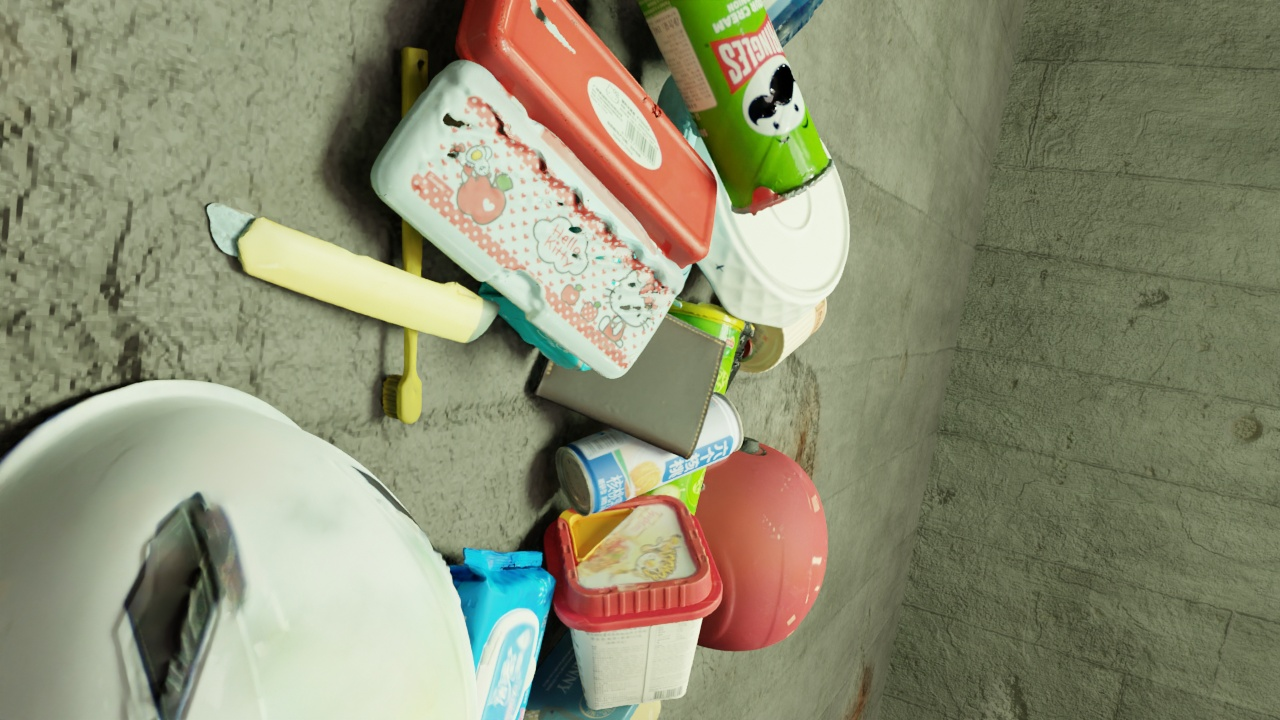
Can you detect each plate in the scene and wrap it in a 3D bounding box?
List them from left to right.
[{"bbox_3d":[0.107,-0.131,0.762,0.204,0.046,0.204,14,70,-42],"label":"plate"}]

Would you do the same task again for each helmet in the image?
[{"bbox_3d":[-0.149,0.147,0.352,0.228,0.146,0.259,-6,106,-64],"label":"helmet"},{"bbox_3d":[0.114,0.182,0.903,0.239,0.144,0.207,-39,141,-58],"label":"helmet"}]

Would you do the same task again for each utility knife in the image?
[{"bbox_3d":[-0.128,-0.037,0.435,0.167,0.018,0.031,22,84,-57],"label":"utility knife"}]

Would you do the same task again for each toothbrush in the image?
[{"bbox_3d":[-0.120,-0.060,0.468,0.015,0.017,0.190,-19,117,-60],"label":"toothbrush"}]

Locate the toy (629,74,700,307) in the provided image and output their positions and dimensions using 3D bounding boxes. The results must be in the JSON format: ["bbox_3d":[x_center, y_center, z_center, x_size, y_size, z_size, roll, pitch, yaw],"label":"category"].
[{"bbox_3d":[0.021,-0.114,0.657,0.162,0.049,0.156,118,-25,-54],"label":"toy"}]

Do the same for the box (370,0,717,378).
[{"bbox_3d":[-0.036,-0.097,0.499,0.201,0.059,0.160,40,64,-41],"label":"box"}]

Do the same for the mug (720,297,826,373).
[{"bbox_3d":[0.126,-0.056,0.897,0.105,0.082,0.115,-37,131,-52],"label":"mug"}]

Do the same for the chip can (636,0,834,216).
[{"bbox_3d":[0.039,-0.207,0.553,0.072,0.072,0.236,-49,118,-45],"label":"chip can"}]

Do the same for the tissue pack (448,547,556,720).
[{"bbox_3d":[-0.104,0.195,0.574,0.095,0.052,0.157,25,79,-64],"label":"tissue pack"}]

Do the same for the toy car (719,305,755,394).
[{"bbox_3d":[0.057,0.023,0.833,0.156,0.041,0.071,-65,158,5],"label":"toy car"}]

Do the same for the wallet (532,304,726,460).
[{"bbox_3d":[-0.004,0.004,0.642,0.020,0.122,0.096,-28,-140,63],"label":"wallet"}]

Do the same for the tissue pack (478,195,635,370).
[{"bbox_3d":[-0.042,-0.070,0.582,0.093,0.050,0.133,48,58,-58],"label":"tissue pack"}]

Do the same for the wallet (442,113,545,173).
[{"bbox_3d":[-0.076,-0.133,0.518,0.087,0.024,0.115,41,63,-56],"label":"wallet"}]

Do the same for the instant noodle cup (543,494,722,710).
[{"bbox_3d":[-0.008,0.178,0.666,0.116,0.116,0.124,-111,-160,-59],"label":"instant noodle cup"}]

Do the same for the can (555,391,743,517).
[{"bbox_3d":[0.008,0.066,0.676,0.134,0.053,0.053,-19,123,-26],"label":"can"}]

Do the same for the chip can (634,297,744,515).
[{"bbox_3d":[0.026,0.063,0.757,0.072,0.073,0.221,21,83,-64],"label":"chip can"}]

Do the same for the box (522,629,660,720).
[{"bbox_3d":[-0.051,0.278,0.682,0.183,0.090,0.062,-48,142,-50],"label":"box"}]

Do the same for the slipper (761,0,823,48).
[{"bbox_3d":[0.079,-0.274,0.697,0.095,0.105,0.252,44,34,-13],"label":"slipper"}]
